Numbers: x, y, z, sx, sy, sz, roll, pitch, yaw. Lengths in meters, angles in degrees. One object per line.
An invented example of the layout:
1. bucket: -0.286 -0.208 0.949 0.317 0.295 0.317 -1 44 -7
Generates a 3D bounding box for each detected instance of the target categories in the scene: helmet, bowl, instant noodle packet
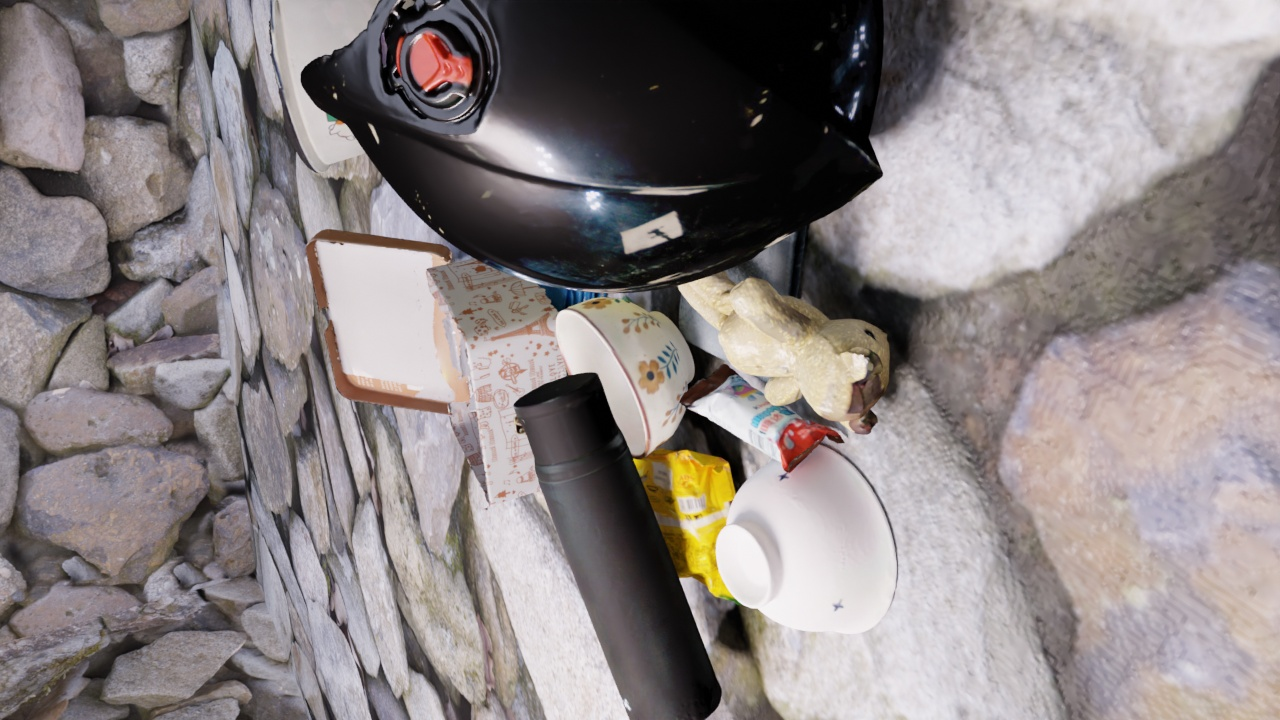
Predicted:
1. helmet: -0.016 -0.142 0.439 0.275 0.233 0.230 -27 93 18
2. bowl: 0.084 0.112 0.542 0.118 0.064 0.118 28 123 53
3. instant noodle packet: 0.029 0.109 0.652 0.129 0.044 0.111 -3 104 63
4. bowl: -0.004 0.004 0.626 0.113 0.062 0.114 47 155 30
5. helmet: -0.260 -0.317 0.856 0.230 0.156 0.273 94 161 -61

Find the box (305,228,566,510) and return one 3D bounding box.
1. box: -0.165 -0.008 0.793 0.273 0.129 0.179 25 133 30

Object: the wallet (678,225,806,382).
1. wallet: 0.062 -0.054 0.567 0.097 0.019 0.121 30 123 49

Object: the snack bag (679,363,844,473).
1. snack bag: 0.071 0.035 0.551 0.105 0.045 0.026 32 150 43

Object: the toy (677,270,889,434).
1. toy: 0.072 -0.022 0.507 0.157 0.066 0.105 41 160 34

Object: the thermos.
1. thermos: -0.014 0.127 0.627 0.090 0.068 0.242 -84 -25 -79

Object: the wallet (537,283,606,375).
1. wallet: -0.067 -0.045 0.764 0.106 0.040 0.133 50 141 45

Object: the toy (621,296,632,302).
1. toy: -0.014 0.010 0.702 0.097 0.030 0.092 -51 55 55
